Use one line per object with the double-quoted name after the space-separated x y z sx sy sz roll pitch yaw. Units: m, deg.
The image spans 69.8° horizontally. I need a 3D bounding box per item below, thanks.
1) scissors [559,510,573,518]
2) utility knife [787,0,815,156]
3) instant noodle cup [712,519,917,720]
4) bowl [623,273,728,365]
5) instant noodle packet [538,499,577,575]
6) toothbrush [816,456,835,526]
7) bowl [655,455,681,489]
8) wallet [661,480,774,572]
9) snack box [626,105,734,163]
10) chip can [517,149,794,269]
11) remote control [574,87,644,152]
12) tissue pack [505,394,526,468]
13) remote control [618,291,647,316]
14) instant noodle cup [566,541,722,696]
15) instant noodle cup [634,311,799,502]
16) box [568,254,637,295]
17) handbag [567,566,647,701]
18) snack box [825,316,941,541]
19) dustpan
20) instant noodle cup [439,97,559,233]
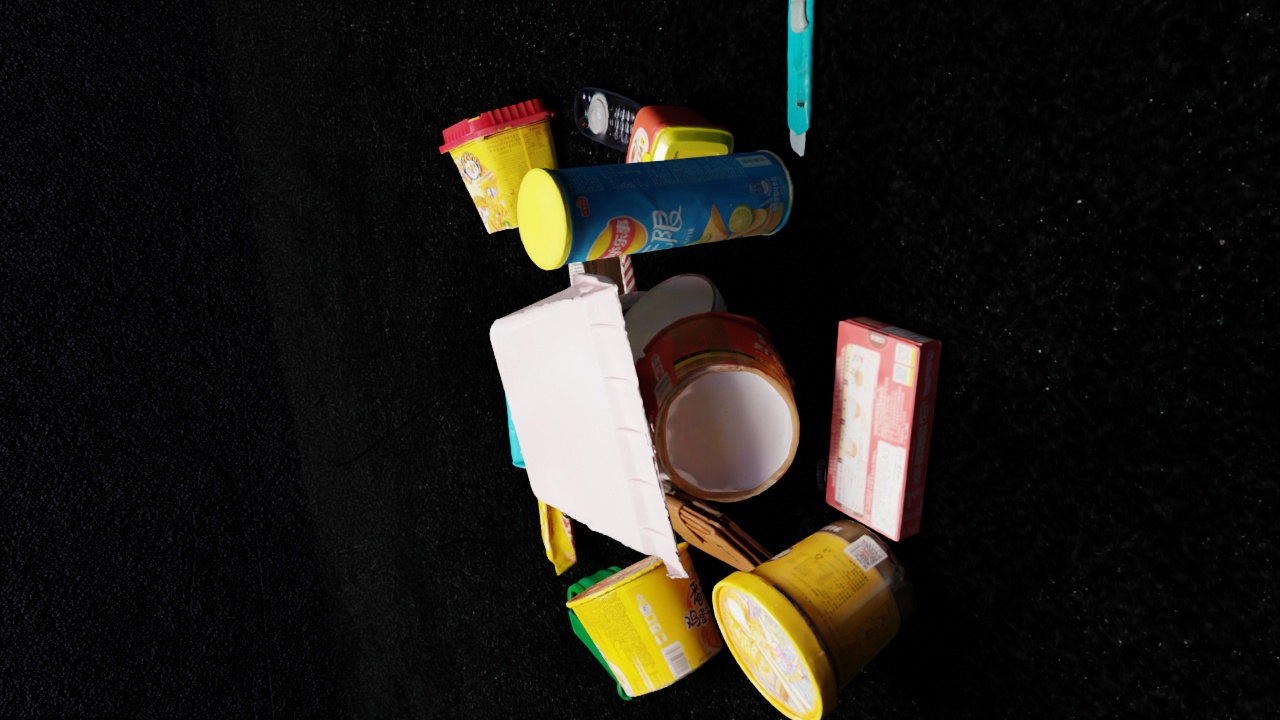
-0.069 0.085 1.008 0.233 0.021 0.221 -111 28 -58 "scissors"
0.119 -0.236 0.679 0.029 0.013 0.166 23 120 55 "utility knife"
0.134 0.188 0.688 0.118 0.114 0.119 46 153 31 "instant noodle cup"
0.036 -0.016 0.824 0.062 0.113 0.113 46 164 -32 "bowl"
-0.104 0.188 1.134 0.111 0.044 0.128 -142 44 -82 "instant noodle packet"
0.155 0.168 0.764 0.016 0.014 0.190 20 118 55 "toothbrush"
0.028 0.071 0.881 0.116 0.066 0.116 27 123 51 "bowl"
0.062 0.156 0.843 0.108 0.031 0.132 44 164 -32 "wallet"
0.030 -0.170 0.790 0.080 0.082 0.091 -118 33 -48 "snack box"
0.016 -0.118 0.698 0.071 0.209 0.071 26 122 52 "chip can"
-0.024 -0.235 0.896 0.136 0.024 0.053 36 131 49 "remote control"
-0.124 0.052 1.089 0.050 0.093 0.133 0 104 13 "tissue pack"
-0.005 0.005 0.919 0.021 0.058 0.150 27 123 49 "remote control"
0.011 0.261 0.922 0.109 0.137 0.138 63 147 7 "instant noodle cup"
0.060 0.041 0.718 0.108 0.138 0.138 -93 1 -74 "instant noodle cup"
-0.052 -0.073 0.945 0.075 0.082 0.163 8 110 64 "box"
-0.028 0.313 1.063 0.131 0.067 0.120 39 139 44 "handbag"
0.176 0.049 0.676 0.075 0.025 0.153 27 123 52 "snack box"
-0.016 0.025 0.763 0.274 0.138 0.222 7 112 53 "dustpan"
-0.145 -0.214 1.026 0.116 0.115 0.124 3 115 57 "instant noodle cup"
